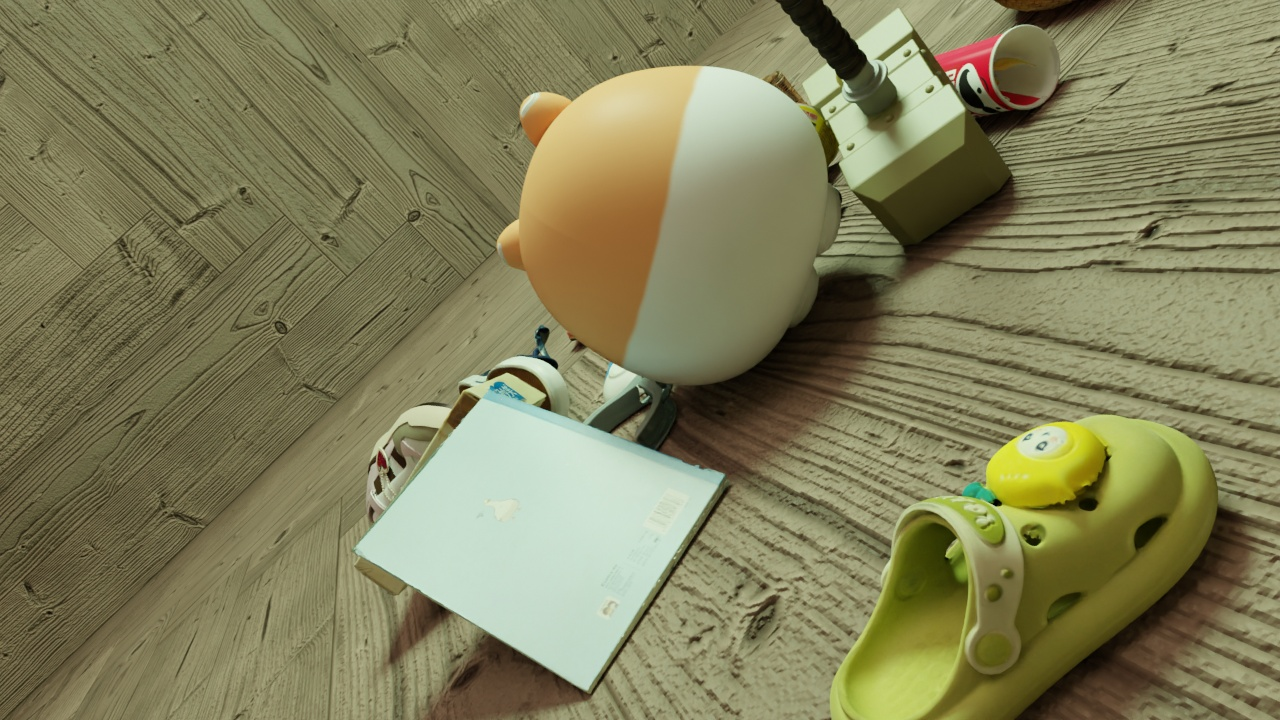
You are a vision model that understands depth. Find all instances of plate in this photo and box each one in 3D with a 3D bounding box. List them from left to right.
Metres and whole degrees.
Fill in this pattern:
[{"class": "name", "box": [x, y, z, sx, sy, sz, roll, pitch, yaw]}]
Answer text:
[{"class": "plate", "box": [-0.006, 0.006, 0.985, 0.104, 0.026, 0.104, -38, 17, 14]}]

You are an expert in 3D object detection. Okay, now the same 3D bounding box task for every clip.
[{"class": "clip", "box": [-0.025, 0.061, 0.893, 0.165, 0.031, 0.168, -33, 19, 26]}]

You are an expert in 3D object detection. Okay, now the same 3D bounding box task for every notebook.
[{"class": "notebook", "box": [-0.082, 0.119, 0.696, 0.254, 0.009, 0.180, 17, 57, 36]}]

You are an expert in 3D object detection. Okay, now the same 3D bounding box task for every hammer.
[{"class": "hammer", "box": [0.140, -0.249, 0.697, 0.101, 0.324, 0.190, -35, 43, 25]}]

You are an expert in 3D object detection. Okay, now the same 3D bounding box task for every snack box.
[{"class": "snack box", "box": [-0.185, 0.116, 0.916, 0.207, 0.055, 0.153, -57, -3, 8]}]

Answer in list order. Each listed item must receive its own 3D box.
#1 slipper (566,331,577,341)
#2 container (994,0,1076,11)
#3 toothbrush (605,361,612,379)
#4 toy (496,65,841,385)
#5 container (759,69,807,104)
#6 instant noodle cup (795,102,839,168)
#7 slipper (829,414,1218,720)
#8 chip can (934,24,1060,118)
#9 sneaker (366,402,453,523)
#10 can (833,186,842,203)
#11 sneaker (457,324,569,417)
[{"class": "slipper", "box": [-0.034, -0.122, 1.305, 0.104, 0.059, 0.248, -17, 30, 55]}, {"class": "container", "box": [0.445, -0.497, 0.902, 0.307, 0.196, 0.306, -38, 16, 13]}, {"class": "toothbrush", "box": [-0.019, -0.033, 1.096, 0.016, 0.014, 0.166, -36, 30, 41]}, {"class": "toy", "box": [0.023, -0.119, 0.782, 0.265, 0.281, 0.263, -70, -5, -65]}, {"class": "container", "box": [0.130, -0.267, 1.192, 0.198, 0.113, 0.114, -44, 17, -9]}, {"class": "instant noodle cup", "box": [0.165, -0.217, 1.041, 0.101, 0.100, 0.112, -24, 34, 47]}, {"class": "slipper", "box": [0.140, 0.084, 0.379, 0.190, 0.081, 0.091, -46, 14, -1]}, {"class": "chip can", "box": [0.295, -0.261, 0.880, 0.069, 0.069, 0.221, -45, 17, -7]}, {"class": "sneaker", "box": [-0.280, 0.143, 1.153, 0.295, 0.111, 0.116, -26, 43, 49]}, {"class": "can", "box": [0.177, -0.143, 0.923, 0.032, 0.031, 0.080, -24, 25, 46]}, {"class": "sneaker", "box": [-0.127, 0.027, 1.117, 0.127, 0.121, 0.295, -25, 7, -23]}]
